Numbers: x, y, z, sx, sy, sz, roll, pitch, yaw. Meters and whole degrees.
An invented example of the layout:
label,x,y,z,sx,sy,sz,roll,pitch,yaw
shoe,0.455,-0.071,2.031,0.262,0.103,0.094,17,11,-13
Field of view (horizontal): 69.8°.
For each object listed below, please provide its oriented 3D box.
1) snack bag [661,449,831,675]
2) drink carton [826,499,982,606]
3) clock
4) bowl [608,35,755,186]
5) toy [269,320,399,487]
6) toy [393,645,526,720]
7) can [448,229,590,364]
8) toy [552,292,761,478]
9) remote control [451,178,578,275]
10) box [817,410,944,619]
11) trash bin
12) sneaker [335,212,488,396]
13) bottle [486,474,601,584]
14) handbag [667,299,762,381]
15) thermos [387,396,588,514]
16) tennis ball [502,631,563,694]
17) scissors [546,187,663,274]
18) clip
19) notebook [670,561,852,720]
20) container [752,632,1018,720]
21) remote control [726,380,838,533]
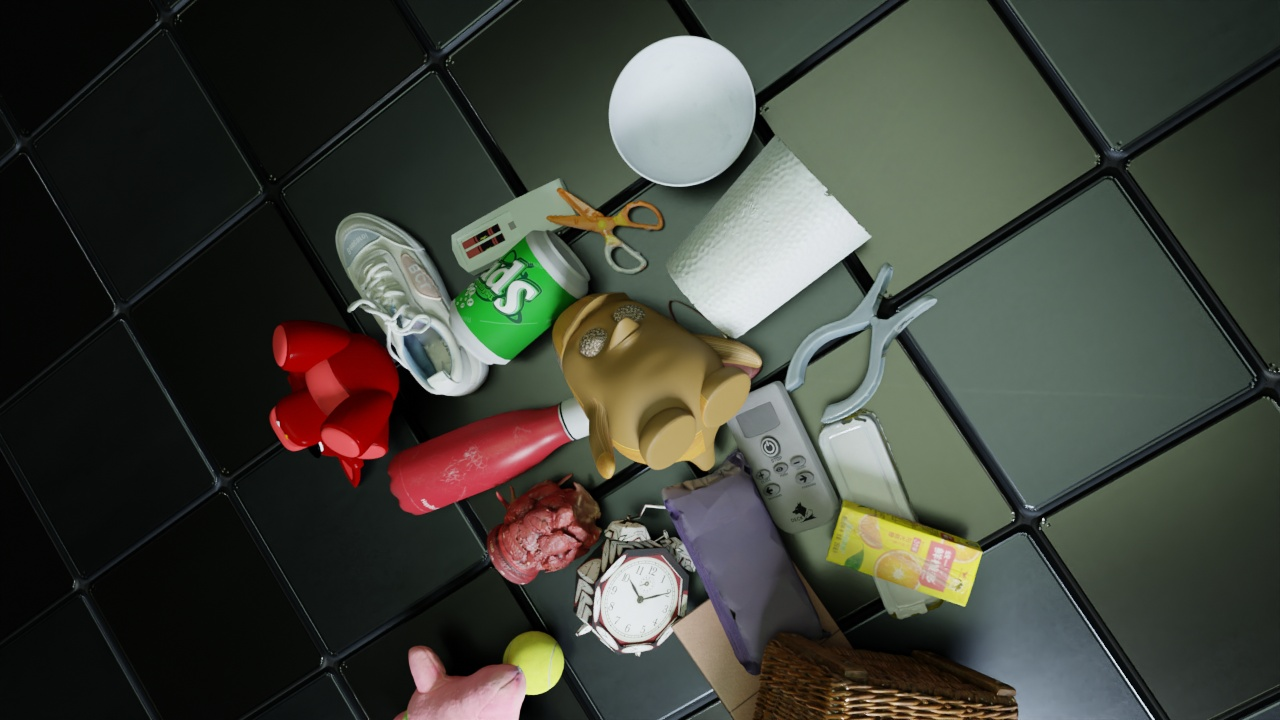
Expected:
label,x,y,z,sx,sy,sz,roll,pitch,yaw
snack bag,0.105,0.201,0.913,0.096,0.058,0.205,-26,84,-8
drink carton,0.252,0.184,0.881,0.135,0.043,0.058,17,96,13
clock,-0.005,0.220,0.947,0.114,0.065,0.154,28,82,-27
bowl,0.047,-0.242,0.923,0.144,0.074,0.144,1,92,13
toy,-0.332,0.048,0.981,0.158,0.120,0.198,54,144,4
toy,-0.178,0.375,0.972,0.192,0.096,0.237,41,129,2
can,-0.127,-0.066,0.963,0.140,0.087,0.088,-40,84,11
toy,-0.006,0.005,0.905,0.198,0.163,0.203,-35,56,-19
remote control,-0.140,-0.143,0.995,0.143,0.024,0.049,-26,87,12
box,0.242,0.154,0.918,0.064,0.033,0.209,-22,86,15
trash bin,0.117,-0.113,0.890,0.161,0.133,0.133,-43,83,16
sneaker,-0.259,-0.064,0.993,0.090,0.090,0.242,-38,83,12
bottle,-0.103,0.174,0.972,0.111,0.098,0.099,-37,84,22
handbag,0.070,-0.019,0.955,0.055,0.029,0.119,-43,78,13
thermos,-0.153,0.095,0.984,0.240,0.073,0.073,-22,87,12
tennis ball,-0.115,0.325,0.989,0.065,0.065,0.065,1,92,13
scissors,-0.043,-0.134,0.974,0.133,0.012,0.097,7,96,4
clip,0.200,-0.030,0.919,0.127,0.028,0.167,40,96,26
notebook,0.148,0.317,0.931,0.141,0.008,0.209,-34,85,-10
container,0.214,0.361,0.830,0.249,0.162,0.183,12,85,-21
remote control,0.142,0.101,0.930,0.074,0.019,0.151,-28,86,38
